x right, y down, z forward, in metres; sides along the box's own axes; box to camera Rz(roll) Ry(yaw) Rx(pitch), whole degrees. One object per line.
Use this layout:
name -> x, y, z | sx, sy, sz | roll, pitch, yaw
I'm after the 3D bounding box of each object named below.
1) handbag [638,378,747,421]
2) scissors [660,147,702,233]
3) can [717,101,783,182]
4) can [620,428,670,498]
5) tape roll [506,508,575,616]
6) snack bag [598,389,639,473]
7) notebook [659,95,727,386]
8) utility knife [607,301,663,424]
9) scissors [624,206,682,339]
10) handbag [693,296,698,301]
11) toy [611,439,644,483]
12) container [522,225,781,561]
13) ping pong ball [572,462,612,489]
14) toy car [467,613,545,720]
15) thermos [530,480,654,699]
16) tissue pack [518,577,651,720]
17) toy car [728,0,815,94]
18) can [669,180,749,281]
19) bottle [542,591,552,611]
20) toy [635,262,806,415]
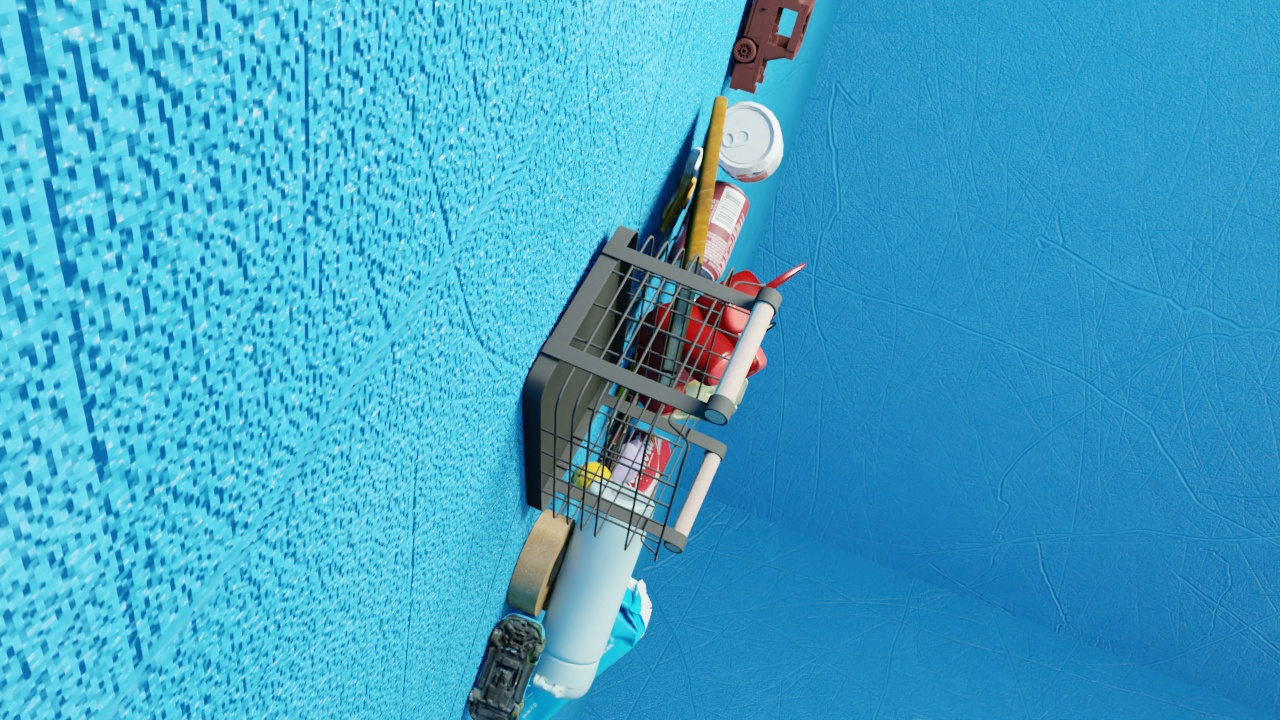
handbag -> 0.065, 0.028, 1.141 | 0.111, 0.119, 0.081 | 102, -25, -47
scissors -> 0.041, -0.169, 0.906 | 0.131, 0.012, 0.074 | -61, 168, -56
can -> 0.119, -0.243, 1.028 | 0.136, 0.078, 0.078 | -34, 143, -78
can -> -0.001, 0.151, 1.279 | 0.064, 0.064, 0.104 | 65, 45, -80
tape roll -> -0.090, 0.186, 0.845 | 0.094, 0.027, 0.094 | 22, 88, -83
snack bag -> -0.030, 0.102, 1.106 | 0.074, 0.018, 0.155 | 28, 83, -82
notebook -> 0.048, -0.101, 0.855 | 0.179, 0.014, 0.248 | 101, 1, -49
utility knife -> -0.006, 0.006, 1.047 | 0.030, 0.017, 0.175 | 78, 35, -60
scissors -> 0.002, -0.072, 0.858 | 0.142, 0.014, 0.171 | -67, 172, 26
handbag -> 0.059, -0.016, 1.227 | 0.176, 0.074, 0.151 | 88, 23, -70
toy -> -0.025, 0.139, 1.191 | 0.080, 0.036, 0.099 | -59, 169, 1
container -> 0.006, 0.034, 0.705 | 0.242, 0.130, 0.162 | 99, 16, -57
ping pong ball -> -0.049, 0.124, 0.934 | 0.040, 0.040, 0.040 | 22, 88, -83
toy car -> -0.118, 0.276, 0.816 | 0.032, 0.048, 0.105 | -21, 130, -85
thermos -> -0.049, 0.218, 0.860 | 0.077, 0.065, 0.207 | -17, 127, -73
tissue pack -> -0.076, 0.316, 0.973 | 0.209, 0.066, 0.117 | -44, 173, 5
toy car -> 0.142, -0.359, 0.934 | 0.070, 0.062, 0.170 | -59, 168, -55
can -> 0.079, -0.146, 1.051 | 0.063, 0.063, 0.114 | 91, 20, -69
bottle -> -0.077, 0.231, 0.966 | 0.105, 0.056, 0.056 | 48, 63, -83
toy -> 0.086, -0.030, 1.019 | 0.196, 0.120, 0.159 | -33, 174, -36
